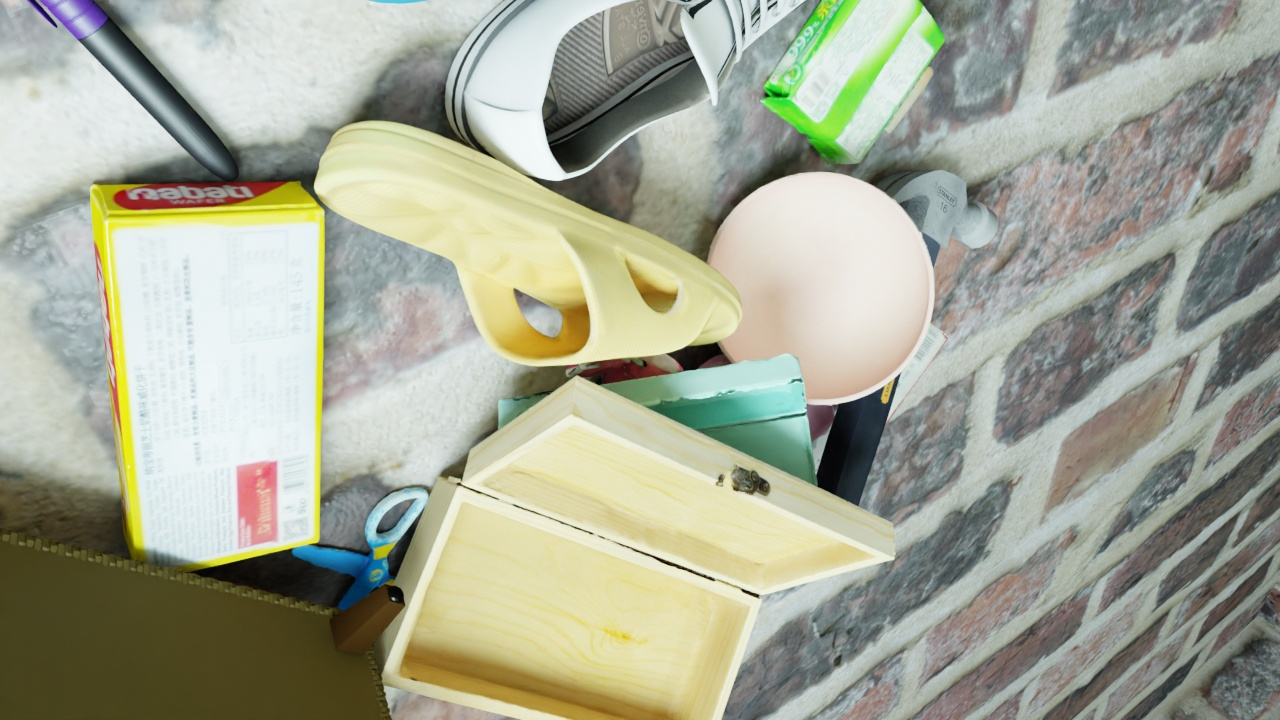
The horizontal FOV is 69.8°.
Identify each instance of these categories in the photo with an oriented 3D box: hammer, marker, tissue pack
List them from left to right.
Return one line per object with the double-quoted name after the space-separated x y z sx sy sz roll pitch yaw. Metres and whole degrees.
-0.212 -0.122 0.371 0.018 0.015 0.134 -31 136 1 "marker"
0.141 -0.192 0.598 0.099 0.034 0.114 26 101 -44 "tissue pack"
0.185 0.005 0.700 0.139 0.035 0.312 21 85 -38 "hammer"

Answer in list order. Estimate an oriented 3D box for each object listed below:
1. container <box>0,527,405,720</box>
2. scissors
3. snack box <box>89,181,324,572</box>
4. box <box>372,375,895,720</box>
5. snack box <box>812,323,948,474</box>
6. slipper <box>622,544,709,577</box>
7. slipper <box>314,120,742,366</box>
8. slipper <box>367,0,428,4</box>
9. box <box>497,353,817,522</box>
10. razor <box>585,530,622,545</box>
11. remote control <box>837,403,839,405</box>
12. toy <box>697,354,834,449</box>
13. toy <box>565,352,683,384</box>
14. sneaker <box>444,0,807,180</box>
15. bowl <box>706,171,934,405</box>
-0.255 0.186 0.406 0.205 0.176 0.321 -41 139 12 "container"
-0.170 0.135 0.592 0.125 0.013 0.127 32 93 -48 "scissors"
-0.208 0.013 0.451 0.092 0.042 0.201 -10 125 -34 "snack box"
-0.007 0.135 0.587 0.247 0.118 0.253 26 117 -28 "box"
0.158 0.071 0.796 0.076 0.044 0.273 27 100 -41 "snack box"
0.014 0.181 0.728 0.093 0.081 0.197 -42 135 -9 "slipper"
-0.052 -0.038 0.493 0.263 0.100 0.078 24 69 -42 "slipper"
-0.036 -0.271 0.377 0.118 0.060 0.295 27 101 -50 "slipper"
0.016 0.052 0.592 0.187 0.055 0.138 -8 143 8 "box"
0.006 0.090 0.675 0.044 0.021 0.143 47 64 -14 "razor"
0.155 -0.024 0.710 0.045 0.021 0.140 -34 115 -16 "remote control"
0.091 0.042 0.691 0.157 0.067 0.123 -42 121 -42 "toy"
-0.004 0.004 0.609 0.102 0.066 0.050 16 76 -41 "toy"
0.023 -0.172 0.467 0.245 0.097 0.091 -34 136 -16 "sneaker"
0.123 -0.053 0.623 0.076 0.153 0.153 -38 151 -66 "bowl"
